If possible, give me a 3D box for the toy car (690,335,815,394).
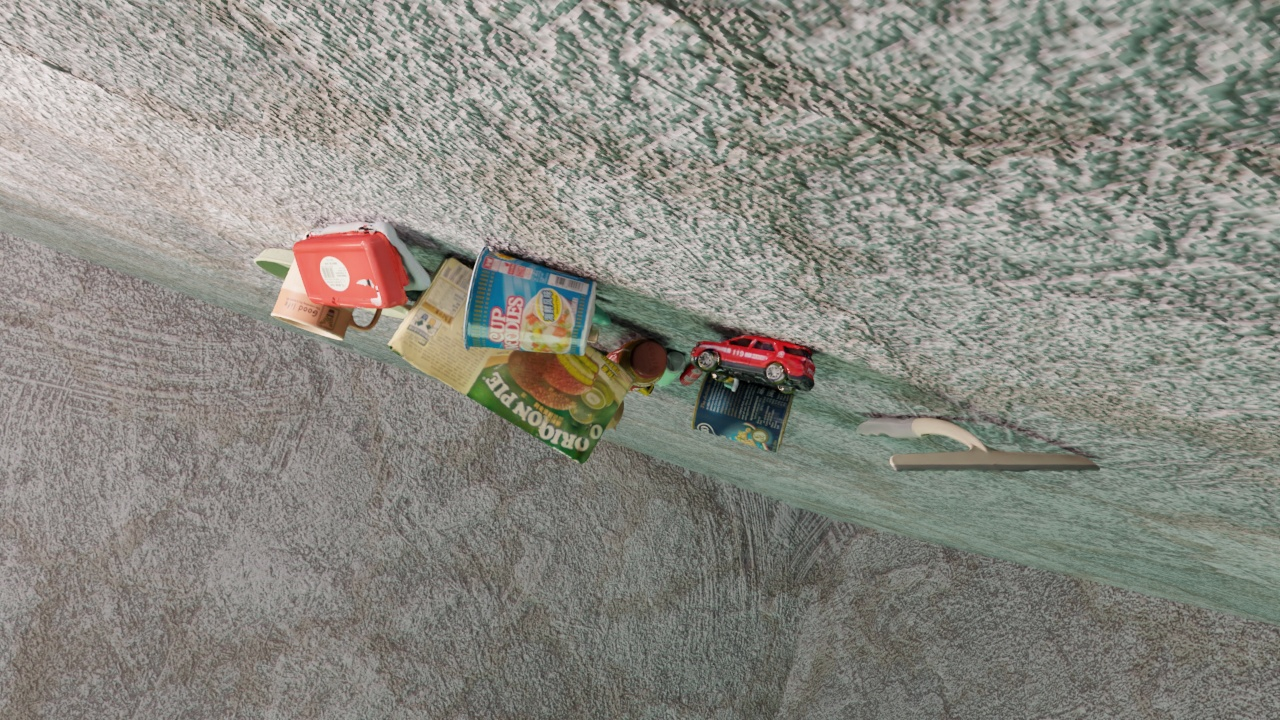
[{"bbox_3d":[0.107,0.001,0.871,0.121,0.045,0.053,8,166,23],"label":"toy car"}]

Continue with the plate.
[{"bbox_3d":[-0.431,-0.110,1.309,0.230,0.027,0.230,18,171,3],"label":"plate"}]

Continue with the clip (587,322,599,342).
[{"bbox_3d":[-0.099,-0.042,1.073,0.098,0.034,0.064,8,170,5],"label":"clip"}]

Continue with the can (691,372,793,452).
[{"bbox_3d":[0.127,0.063,1.123,0.111,0.075,0.075,15,171,12],"label":"can"}]

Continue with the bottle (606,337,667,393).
[{"bbox_3d":[-0.006,0.006,1.089,0.057,0.057,0.175,19,171,-9],"label":"bottle"}]

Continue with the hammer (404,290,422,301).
[{"bbox_3d":[-0.220,-0.055,1.129,0.129,0.033,0.300,38,-179,40],"label":"hammer"}]

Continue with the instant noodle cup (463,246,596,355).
[{"bbox_3d":[-0.099,-0.049,0.850,0.110,0.099,0.099,10,172,-1],"label":"instant noodle cup"}]

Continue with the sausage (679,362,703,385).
[{"bbox_3d":[0.064,0.015,1.132,0.020,0.020,0.156,18,171,-1],"label":"sausage"}]

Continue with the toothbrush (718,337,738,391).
[{"bbox_3d":[0.095,0.002,0.998,0.021,0.029,0.189,-24,165,2],"label":"toothbrush"}]

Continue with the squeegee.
[{"bbox_3d":[0.309,0.080,0.997,0.246,0.039,0.247,2,-177,-20],"label":"squeegee"}]

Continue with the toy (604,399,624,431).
[{"bbox_3d":[-0.073,0.036,1.258,0.143,0.082,0.226,48,168,-4],"label":"toy"}]

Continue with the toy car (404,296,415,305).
[{"bbox_3d":[-0.336,-0.096,1.198,0.049,0.031,0.105,12,169,29],"label":"toy car"}]

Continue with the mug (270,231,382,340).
[{"bbox_3d":[-0.358,-0.082,1.078,0.114,0.105,0.082,22,171,-25],"label":"mug"}]

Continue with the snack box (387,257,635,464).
[{"bbox_3d":[-0.134,0.001,0.971,0.240,0.114,0.063,33,173,-17],"label":"snack box"}]

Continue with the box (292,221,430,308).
[{"bbox_3d":[-0.289,-0.104,0.952,0.067,0.090,0.202,-26,-159,-36],"label":"box"}]

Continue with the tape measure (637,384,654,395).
[{"bbox_3d":[-0.009,0.022,1.278,0.060,0.029,0.057,28,173,10],"label":"tape measure"}]

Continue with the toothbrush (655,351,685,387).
[{"bbox_3d":[0.033,0.017,1.181,0.026,0.027,0.225,50,172,4],"label":"toothbrush"}]

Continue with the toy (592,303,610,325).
[{"bbox_3d":[-0.087,-0.059,0.940,0.096,0.030,0.092,32,164,-24],"label":"toy"}]
